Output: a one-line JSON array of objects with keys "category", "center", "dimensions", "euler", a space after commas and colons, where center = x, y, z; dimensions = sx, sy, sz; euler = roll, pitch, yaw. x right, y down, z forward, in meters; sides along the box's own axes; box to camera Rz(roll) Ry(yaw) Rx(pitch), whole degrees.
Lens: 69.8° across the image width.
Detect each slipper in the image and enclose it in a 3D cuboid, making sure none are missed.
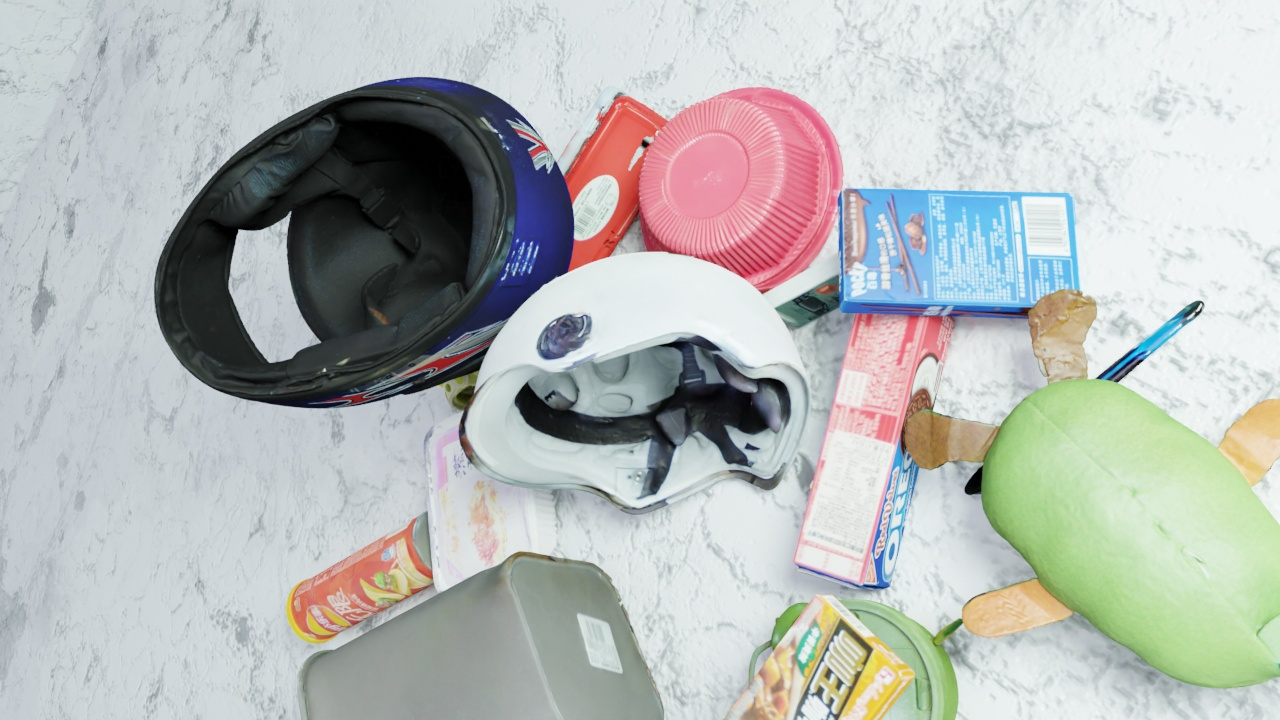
[{"category": "slipper", "center": [-0.175, 0.012, 0.926], "dimensions": [0.191, 0.091, 0.081], "euler": [23, 94, 37]}]

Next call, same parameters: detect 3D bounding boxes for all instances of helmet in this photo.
[{"category": "helmet", "center": [-0.004, 0.004, 0.707], "dimensions": [0.259, 0.229, 0.145], "euler": [-10, 53, 14]}, {"category": "helmet", "center": [-0.207, -0.089, 0.770], "dimensions": [0.315, 0.240, 0.247], "euler": [-30, 88, 3]}]

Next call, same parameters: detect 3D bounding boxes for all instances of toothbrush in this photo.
[{"category": "toothbrush", "center": [0.289, 0.028, 0.602], "dimensions": [0.190, 0.016, 0.014], "euler": [-45, 45, 17]}]

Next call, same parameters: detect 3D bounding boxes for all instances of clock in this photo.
[{"category": "clock", "center": [0.143, 0.225, 0.630], "dimensions": [0.162, 0.056, 0.116], "euler": [-11, 70, 36]}]

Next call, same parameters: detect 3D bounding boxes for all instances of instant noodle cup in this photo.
[{"category": "instant noodle cup", "center": [0.069, -0.146, 0.772], "dimensions": [0.194, 0.065, 0.193], "euler": [-4, 81, 29]}, {"category": "instant noodle cup", "center": [-0.139, 0.132, 0.876], "dimensions": [0.138, 0.060, 0.173], "euler": [-23, 65, 33]}]

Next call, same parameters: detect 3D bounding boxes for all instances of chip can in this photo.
[{"category": "chip can", "center": [-0.277, 0.226, 0.955], "dimensions": [0.217, 0.073, 0.073], "euler": [-32, 59, 28]}]

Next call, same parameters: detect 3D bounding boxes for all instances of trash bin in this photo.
[{"category": "trash bin", "center": [-0.121, 0.280, 0.749], "dimensions": [0.220, 0.198, 0.199], "euler": [-36, 59, 17]}]

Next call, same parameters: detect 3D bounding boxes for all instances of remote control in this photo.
[{"category": "remote control", "center": [0.162, -0.066, 0.699], "dimensions": [0.135, 0.056, 0.019], "euler": [-29, 61, 29]}]

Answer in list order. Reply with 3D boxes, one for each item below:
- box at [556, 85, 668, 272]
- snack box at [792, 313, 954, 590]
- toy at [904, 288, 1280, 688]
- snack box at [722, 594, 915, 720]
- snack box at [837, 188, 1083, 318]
[{"category": "box", "center": [-0.049, -0.163, 0.902], "dimensions": [0.202, 0.095, 0.101], "euler": [-56, 10, 12]}, {"category": "snack box", "center": [0.167, 0.058, 0.659], "dimensions": [0.058, 0.057, 0.207], "euler": [12, 84, 38]}, {"category": "toy", "center": [0.281, 0.086, 0.540], "dimensions": [0.227, 0.090, 0.246], "euler": [-40, 59, 10]}, {"category": "snack box", "center": [0.104, 0.236, 0.603], "dimensions": [0.075, 0.026, 0.154], "euler": [42, 104, 38]}, {"category": "snack box", "center": [0.214, -0.073, 0.624], "dimensions": [0.157, 0.026, 0.084], "euler": [2, 73, 3]}]
